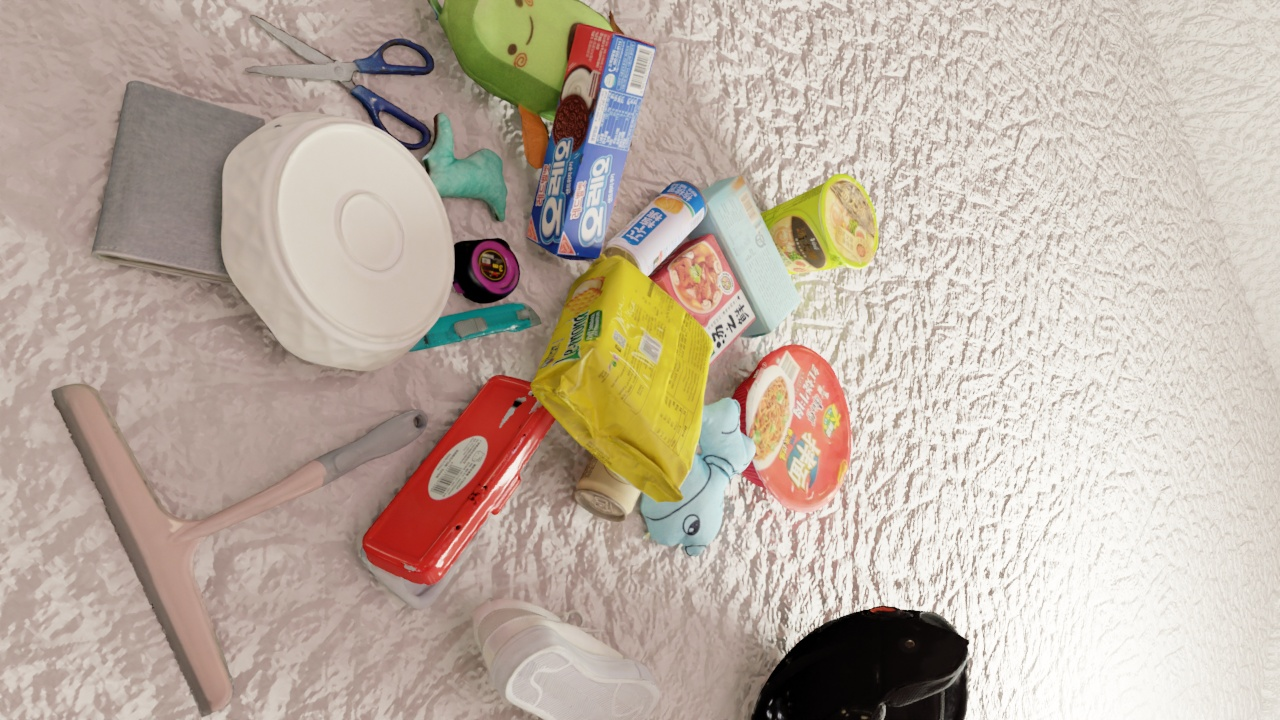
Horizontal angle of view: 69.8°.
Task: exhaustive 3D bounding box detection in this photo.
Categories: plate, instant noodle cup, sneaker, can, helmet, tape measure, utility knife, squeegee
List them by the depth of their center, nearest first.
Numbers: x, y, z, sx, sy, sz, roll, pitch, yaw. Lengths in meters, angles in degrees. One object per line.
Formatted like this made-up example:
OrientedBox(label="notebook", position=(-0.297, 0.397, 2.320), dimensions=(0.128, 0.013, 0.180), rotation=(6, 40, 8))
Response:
OrientedBox(label="squeegee", position=(-0.255, 0.089, 0.691), dimensions=(0.248, 0.040, 0.248), rotation=(-29, 102, -42))
OrientedBox(label="plate", position=(-0.221, -0.095, 0.711), dimensions=(0.204, 0.046, 0.204), rotation=(17, 69, -53))
OrientedBox(label="utility knife", position=(-0.162, -0.027, 0.811), dimensions=(0.186, 0.013, 0.029), rotation=(-16, 87, -42))
OrientedBox(label="sneaker", position=(-0.069, 0.272, 0.816), dimensions=(0.089, 0.091, 0.242), rotation=(-47, 139, -5))
OrientedBox(label="tape measure", position=(-0.140, -0.080, 0.824), dimensions=(0.056, 0.039, 0.058), rotation=(-16, 89, -43))
OrientedBox(label="can", position=(-0.016, 0.094, 0.897), dimensions=(0.058, 0.059, 0.116), rotation=(45, 56, -29))
OrientedBox(label="can", position=(0.015, -0.134, 0.965), dimensions=(0.134, 0.053, 0.053), rotation=(-48, 115, -36))
OrientedBox(label="helmet", position=(0.254, 0.386, 0.987), dimensions=(0.273, 0.231, 0.233), rotation=(-21, 107, -53))
OrientedBox(label="instant noodle cup", position=(0.164, 0.079, 1.062), dimensions=(0.193, 0.066, 0.193), rotation=(7, 79, -43))
OrientedBox(label="instant noodle cup", position=(0.200, -0.150, 1.092), dimensions=(0.111, 0.124, 0.111), rotation=(10, 75, -41))

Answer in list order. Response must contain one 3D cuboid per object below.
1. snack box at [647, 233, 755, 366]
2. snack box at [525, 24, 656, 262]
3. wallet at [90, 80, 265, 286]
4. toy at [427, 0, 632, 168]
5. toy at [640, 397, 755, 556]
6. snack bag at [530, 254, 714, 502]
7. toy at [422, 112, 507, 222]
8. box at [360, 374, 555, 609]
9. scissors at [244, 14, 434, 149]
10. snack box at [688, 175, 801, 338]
OrientedBox(label="snack box", position=(0.056, -0.057, 0.997), dimensions=(0.126, 0.044, 0.113), rotation=(-44, 113, -37))
OrientedBox(label="snack box", position=(-0.048, -0.198, 0.851), dimensions=(0.057, 0.058, 0.208), rotation=(-2, 115, -43))
OrientedBox(label="wallet", position=(-0.324, -0.123, 0.662), dimensions=(0.106, 0.037, 0.129), rotation=(12, 73, -32))
OrientedBox(label="toy", position=(-0.088, -0.294, 0.869), dimensions=(0.246, 0.090, 0.227), rotation=(3, 87, -47))
OrientedBox(label="toy", position=(0.056, 0.124, 0.948), dimensions=(0.156, 0.050, 0.161), rotation=(-29, 113, -16))
OrientedBox(label="snack bag", position=(-0.005, 0.005, 0.839), dimensions=(0.158, 0.068, 0.245), rotation=(41, 30, -17))
OrientedBox(label="toy", position=(-0.159, -0.172, 0.825), dimensions=(0.091, 0.030, 0.096), rotation=(-11, 100, -45))
OrientedBox(label="box", position=(-0.143, 0.112, 0.777), dimensions=(0.200, 0.095, 0.099), rotation=(-57, 149, -35))
OrientedBox(label="scissors", position=(-0.240, -0.243, 0.775), dimensions=(0.162, 0.012, 0.162), rotation=(51, 54, -25))
OrientedBox(label="snack box", position=(0.116, -0.118, 1.057), dimensions=(0.074, 0.052, 0.175), rotation=(-42, 110, -37))
